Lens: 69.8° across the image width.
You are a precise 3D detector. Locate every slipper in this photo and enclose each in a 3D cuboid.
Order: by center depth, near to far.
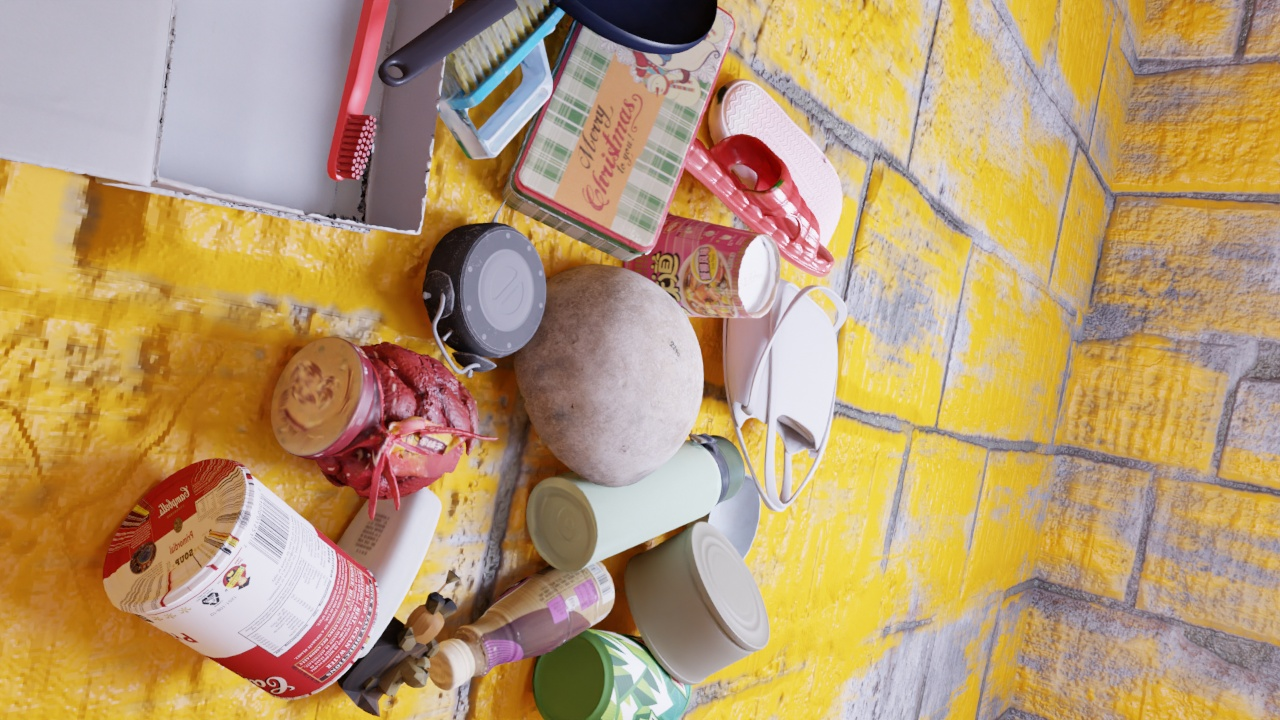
[{"bbox_3d":[0.094,-0.160,0.792,0.248,0.103,0.059,33,111,-34],"label":"slipper"},{"bbox_3d":[0.133,-0.183,0.908,0.221,0.056,0.106,42,66,-38],"label":"slipper"}]

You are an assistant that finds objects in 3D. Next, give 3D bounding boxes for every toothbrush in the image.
[{"bbox_3d":[-0.126,-0.193,0.461,0.012,0.018,0.212,20,80,-67],"label":"toothbrush"}]

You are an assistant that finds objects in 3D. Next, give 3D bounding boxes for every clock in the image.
[{"bbox_3d":[-0.110,-0.045,0.623,0.122,0.044,0.091,-54,135,-38],"label":"clock"}]

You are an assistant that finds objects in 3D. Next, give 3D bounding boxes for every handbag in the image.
[{"bbox_3d":[0.154,0.044,0.928,0.215,0.096,0.222,28,61,-52],"label":"handbag"}]

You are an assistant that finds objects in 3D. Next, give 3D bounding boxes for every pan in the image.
[{"bbox_3d":[-0.057,-0.239,0.555,0.199,0.021,0.355,44,44,-13],"label":"pan"}]

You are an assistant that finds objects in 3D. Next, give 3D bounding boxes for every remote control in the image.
[{"bbox_3d":[-0.169,0.128,0.579,0.028,0.060,0.114,49,56,-44],"label":"remote control"}]

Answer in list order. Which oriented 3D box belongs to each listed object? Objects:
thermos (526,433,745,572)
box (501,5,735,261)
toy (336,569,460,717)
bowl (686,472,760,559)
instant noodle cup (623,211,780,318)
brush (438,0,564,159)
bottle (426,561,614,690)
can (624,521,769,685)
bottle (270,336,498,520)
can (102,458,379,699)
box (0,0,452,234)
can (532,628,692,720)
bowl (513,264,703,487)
[{"bbox_3d":[0.008,0.112,0.799,0.230,0.082,0.082,-10,107,-52],"label":"thermos"},{"bbox_3d":[-0.013,-0.185,0.670,0.117,0.051,0.205,25,78,-15],"label":"box"},{"bbox_3d":[-0.154,0.184,0.608,0.100,0.062,0.076,-48,155,-10],"label":"toy"},{"bbox_3d":[0.080,0.163,0.942,0.106,0.039,0.106,-18,114,-50],"label":"bowl"},{"bbox_3d":[0.057,-0.078,0.787,0.097,0.109,0.098,-19,114,-51],"label":"instant noodle cup"},{"bbox_3d":[-0.087,-0.203,0.604,0.135,0.055,0.075,-56,134,-28],"label":"brush"},{"bbox_3d":[-0.091,0.202,0.704,0.165,0.060,0.060,-17,112,-51],"label":"bottle"},{"bbox_3d":[0.053,0.219,0.834,0.128,0.073,0.127,48,20,-24],"label":"can"},{"bbox_3d":[-0.150,0.039,0.549,0.111,0.099,0.099,33,72,-57],"label":"bottle"},{"bbox_3d":[-0.211,0.120,0.497,0.086,0.087,0.116,-58,140,-26],"label":"can"},{"bbox_3d":[-0.224,-0.160,0.395,0.367,0.099,0.166,2,97,-60],"label":"box"},{"bbox_3d":[-0.021,0.281,0.800,0.144,0.083,0.083,31,74,-52],"label":"can"},{"bbox_3d":[-0.004,0.004,0.706,0.178,0.081,0.178,19,65,-47],"label":"bowl"}]
